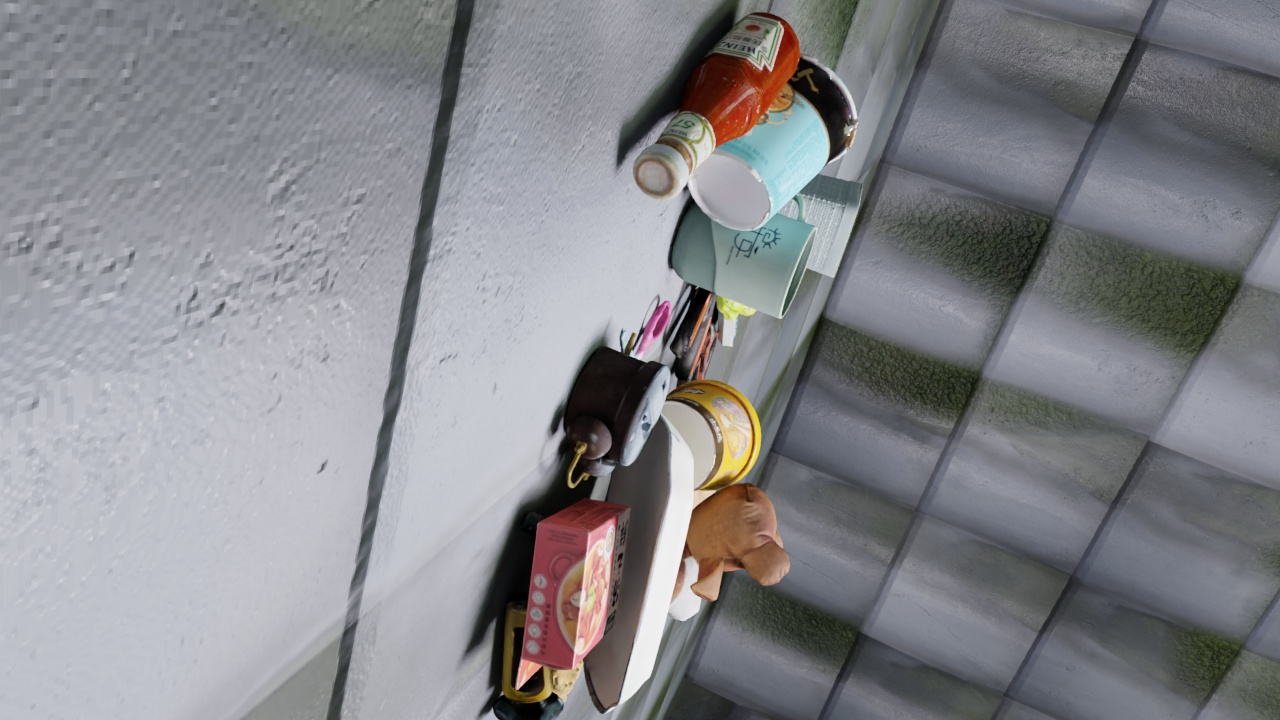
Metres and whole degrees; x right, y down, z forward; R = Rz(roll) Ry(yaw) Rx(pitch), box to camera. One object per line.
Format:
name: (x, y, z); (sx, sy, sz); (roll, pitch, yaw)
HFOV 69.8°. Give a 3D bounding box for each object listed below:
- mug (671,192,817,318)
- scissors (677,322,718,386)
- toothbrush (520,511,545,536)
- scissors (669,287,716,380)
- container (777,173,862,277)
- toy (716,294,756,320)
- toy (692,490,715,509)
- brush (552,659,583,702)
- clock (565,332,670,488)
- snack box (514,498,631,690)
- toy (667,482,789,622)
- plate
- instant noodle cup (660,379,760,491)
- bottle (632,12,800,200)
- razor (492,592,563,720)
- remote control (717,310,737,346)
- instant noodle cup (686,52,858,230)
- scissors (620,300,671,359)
mug: (0.093, -0.106, 0.796); (0.111, 0.106, 0.082); (-65, 166, -8)
scissors: (0.073, 0.026, 1.136); (0.204, 0.015, 0.199); (-31, 141, -69)
toothbrush: (-0.062, 0.144, 0.757); (0.189, 0.014, 0.016); (51, 49, -69)
scissors: (0.071, -0.075, 0.963); (0.220, 0.022, 0.228); (-60, 167, -51)
container: (0.177, -0.160, 1.019); (0.090, 0.111, 0.090); (-62, 167, -57)
toy: (0.085, -0.089, 0.885); (0.096, 0.031, 0.100); (-15, 101, -49)
toy: (0.028, 0.182, 1.092); (0.225, 0.082, 0.143); (-22, 128, -68)
brush: (-0.121, 0.361, 0.862); (0.254, 0.046, 0.083); (-58, -175, -13)
clock: (-0.022, 0.043, 0.693); (0.121, 0.055, 0.082); (-62, 166, -21)
snack box: (-0.049, 0.179, 0.709); (0.113, 0.044, 0.127); (-7, 105, -75)
toy: (0.048, 0.201, 0.939); (0.140, 0.200, 0.130); (-28, 107, -84)
plate: (-0.002, 0.170, 0.788); (0.162, 0.034, 0.266); (-139, -120, -71)
instant noodle cup: (0.050, 0.082, 0.935); (0.114, 0.118, 0.118); (-8, 120, -66)
bottle: (0.053, -0.176, 0.631); (0.205, 0.060, 0.060); (-55, 162, -41)
razor: (-0.094, 0.253, 0.763); (0.067, 0.062, 0.168); (-95, -172, -51)
remote control: (0.104, -0.063, 1.075); (0.125, 0.024, 0.049); (86, 10, -64)
instant noodle cup: (0.100, -0.170, 0.742); (0.120, 0.111, 0.111); (-51, 160, -29)
scissors: (-0.004, 0.004, 0.794); (0.134, 0.017, 0.133); (-58, 161, -21)
